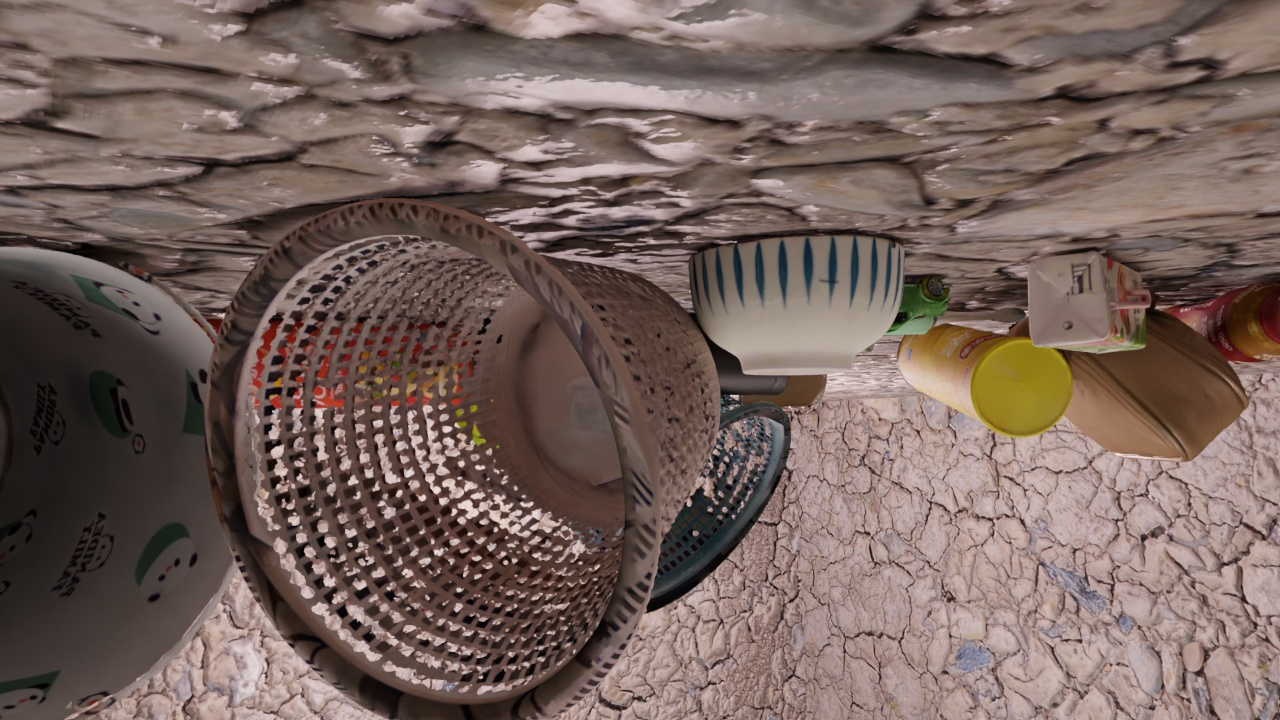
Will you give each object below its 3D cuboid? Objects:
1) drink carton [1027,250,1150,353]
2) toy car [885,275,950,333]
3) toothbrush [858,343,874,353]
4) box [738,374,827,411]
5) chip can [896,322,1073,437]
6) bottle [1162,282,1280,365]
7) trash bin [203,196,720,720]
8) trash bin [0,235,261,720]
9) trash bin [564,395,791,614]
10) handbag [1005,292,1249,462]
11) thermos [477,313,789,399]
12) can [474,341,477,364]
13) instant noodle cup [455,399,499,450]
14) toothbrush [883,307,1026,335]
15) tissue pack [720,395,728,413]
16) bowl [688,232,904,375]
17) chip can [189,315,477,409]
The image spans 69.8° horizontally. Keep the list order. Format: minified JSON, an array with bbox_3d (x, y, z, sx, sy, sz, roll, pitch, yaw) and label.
[{"bbox_3d":[0.280,-0.033,0.566,0.046,0.053,0.122,-6,174,39],"label":"drink carton"},{"bbox_3d":[0.159,-0.036,0.608,0.091,0.036,0.043,-6,174,0],"label":"toy car"},{"bbox_3d":[0.164,-0.015,0.782,0.016,0.017,0.187,-1,-175,-5],"label":"toothbrush"},{"bbox_3d":[0.134,0.012,1.023,0.088,0.076,0.163,19,170,-21],"label":"box"},{"bbox_3d":[0.268,0.009,0.743,0.072,0.072,0.213,-2,-175,1],"label":"chip can"},{"bbox_3d":[0.457,-0.025,0.705,0.057,0.057,0.175,-2,175,4],"label":"bottle"},{"bbox_3d":[-0.059,0.035,0.456,0.228,0.227,0.191,-4,-172,25],"label":"trash bin"},{"bbox_3d":[-0.375,0.057,0.481,0.252,0.229,0.229,1,178,34],"label":"trash bin"},{"bbox_3d":[-0.008,0.084,0.845,0.195,0.227,0.226,38,-161,32],"label":"trash bin"},{"bbox_3d":[0.372,0.007,0.714,0.148,0.100,0.204,43,-177,8],"label":"handbag"},{"bbox_3d":[-0.004,0.004,0.721,0.242,0.089,0.069,-2,133,-12],"label":"thermos"},{"bbox_3d":[-0.209,0.008,0.882,0.132,0.053,0.053,-1,176,-6],"label":"can"},{"bbox_3d":[-0.133,0.035,1.002,0.111,0.111,0.124,1,167,-33],"label":"instant noodle cup"},{"bbox_3d":[0.190,-0.033,0.711,0.224,0.026,0.027,-2,175,-4],"label":"toothbrush"},{"bbox_3d":[0.031,0.036,1.103,0.133,0.050,0.093,1,-148,-28],"label":"tissue pack"},{"bbox_3d":[0.085,-0.026,0.501,0.116,0.066,0.116,-1,175,0],"label":"bowl"},{"bbox_3d":[-0.240,0.004,0.712,0.216,0.073,0.073,1,175,-29],"label":"chip can"}]
